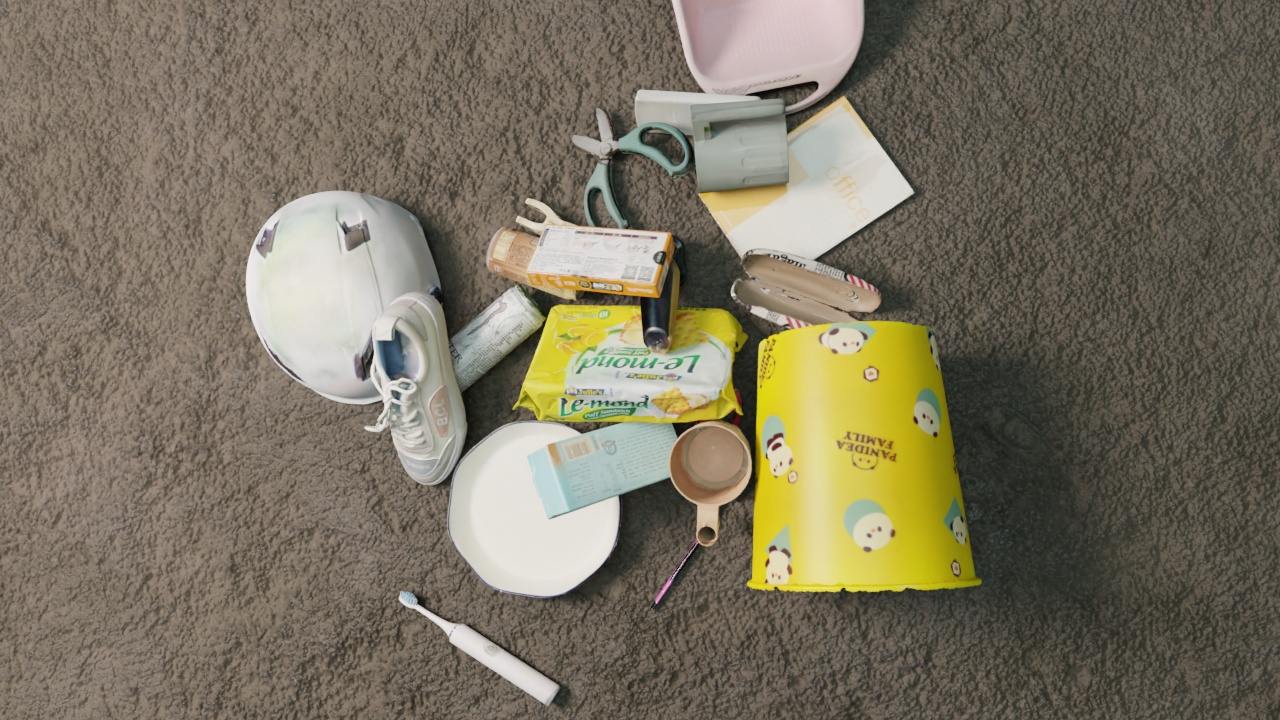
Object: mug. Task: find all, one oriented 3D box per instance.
[{"bbox_3d":[0.112,-0.244,1.026,0.103,0.124,0.083,-3,65,7],"label":"mug"},{"bbox_3d":[0.077,0.125,0.975,0.084,0.103,0.124,2,91,8],"label":"mug"}]

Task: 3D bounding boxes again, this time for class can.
[{"bbox_3d":[-0.183,-0.024,1.089,0.147,0.058,0.058,-40,81,3],"label":"can"},{"bbox_3d":[-0.119,-0.115,1.088,0.116,0.058,0.058,20,88,9],"label":"can"}]

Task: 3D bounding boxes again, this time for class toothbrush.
[{"bbox_3d":[0.067,0.212,1.058,0.018,0.014,0.189,34,91,-3],"label":"toothbrush"},{"bbox_3d":[-0.193,0.334,1.078,0.221,0.026,0.026,30,123,10],"label":"toothbrush"}]

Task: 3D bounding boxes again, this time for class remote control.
[{"bbox_3d":[0.069,-0.289,1.076,0.150,0.058,0.021,6,63,8],"label":"remote control"}]

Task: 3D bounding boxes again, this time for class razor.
[{"bbox_3d":[0.025,-0.073,1.030,0.062,0.167,0.067,-31,126,29],"label":"razor"}]

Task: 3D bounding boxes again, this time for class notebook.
[{"bbox_3d":[0.192,-0.194,1.075,0.206,0.010,0.146,-33,81,5],"label":"notebook"}]

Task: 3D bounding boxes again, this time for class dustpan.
[{"bbox_3d":[0.142,-0.413,1.005,0.223,0.273,0.138,-10,59,10],"label":"dustpan"}]

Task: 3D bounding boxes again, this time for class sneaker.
[{"bbox_3d":[-0.256,0.049,1.030,0.089,0.090,0.243,8,118,15],"label":"sneaker"}]

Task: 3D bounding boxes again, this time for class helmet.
[{"bbox_3d":[-0.360,-0.080,1.074,0.229,0.146,0.258,-3,85,8],"label":"helmet"}]

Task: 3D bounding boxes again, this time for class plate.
[{"bbox_3d":[-0.121,0.172,1.072,0.205,0.045,0.205,-1,86,7],"label":"plate"}]

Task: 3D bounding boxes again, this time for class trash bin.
[{"bbox_3d":[0.219,0.103,0.948,0.230,0.229,0.255,-3,79,7],"label":"trash bin"}]

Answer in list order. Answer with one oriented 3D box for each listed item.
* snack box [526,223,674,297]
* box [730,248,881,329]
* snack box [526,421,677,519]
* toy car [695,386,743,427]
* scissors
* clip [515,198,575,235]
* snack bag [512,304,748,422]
[{"bbox_3d":[-0.045,-0.112,1.019,0.154,0.026,0.075,7,57,17],"label":"snack box"},{"bbox_3d":[0.188,-0.081,1.028,0.163,0.076,0.088,18,118,4],"label":"box"},{"bbox_3d":[-0.034,0.113,1.011,0.174,0.052,0.074,-14,80,-36],"label":"snack box"},{"bbox_3d":[0.086,0.086,1.051,0.053,0.045,0.120,8,84,7],"label":"toy car"},{"bbox_3d":[-0.022,-0.213,1.087,0.170,0.019,0.181,21,100,26],"label":"scissors"},{"bbox_3d":[-0.102,-0.160,1.094,0.099,0.066,0.034,29,89,20],"label":"clip"},{"bbox_3d":[-0.006,0.006,1.024,0.247,0.157,0.068,1,128,9],"label":"snack bag"}]
